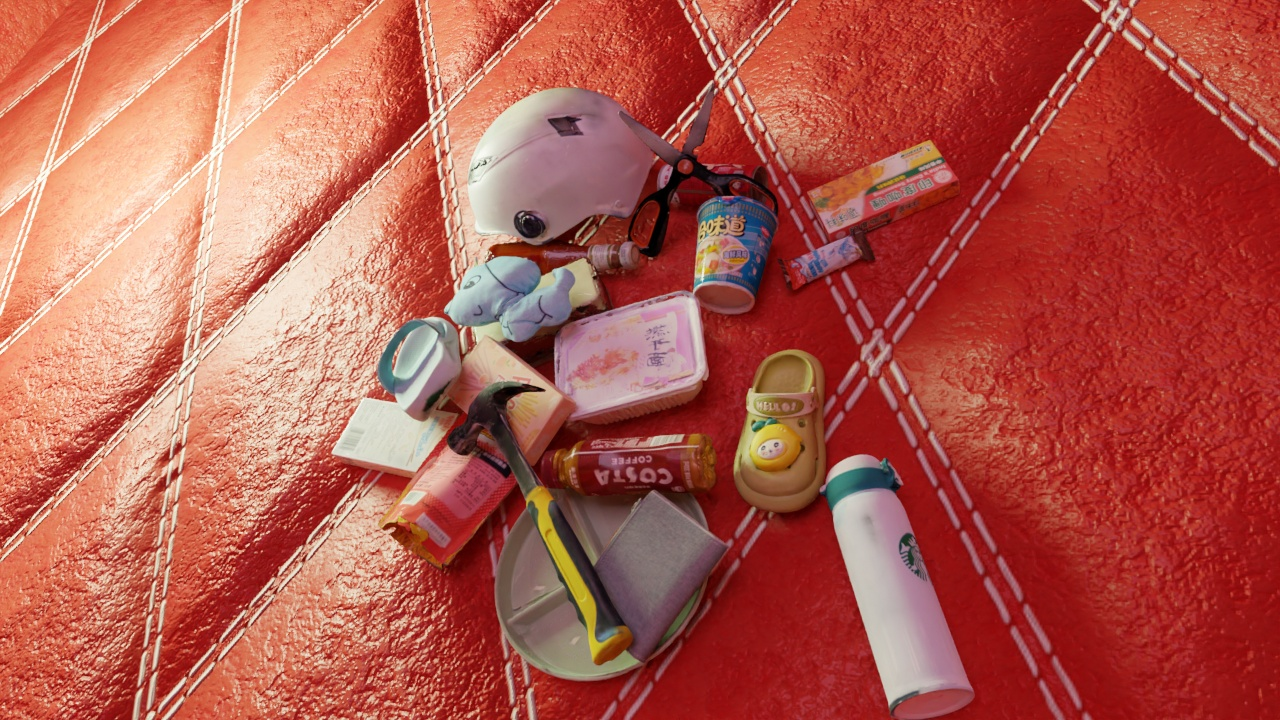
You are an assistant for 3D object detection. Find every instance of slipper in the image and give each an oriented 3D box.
[{"bbox_3d":[0.136,0.056,0.912,0.092,0.081,0.190,-5,51,24],"label":"slipper"},{"bbox_3d":[-0.268,0.003,1.089,0.104,0.074,0.245,-53,22,2],"label":"slipper"}]

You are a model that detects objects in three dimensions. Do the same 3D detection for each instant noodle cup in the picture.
[{"bbox_3d":[-0.006,0.006,1.026,0.174,0.060,0.137,-15,51,12],"label":"instant noodle cup"},{"bbox_3d":[0.103,-0.116,1.052,0.099,0.099,0.109,1,64,25],"label":"instant noodle cup"}]

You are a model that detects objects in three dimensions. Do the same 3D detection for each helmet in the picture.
[{"bbox_3d":[-0.119,-0.268,1.191,0.259,0.146,0.228,-8,36,17],"label":"helmet"}]

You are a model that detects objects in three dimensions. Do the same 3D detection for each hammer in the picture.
[{"bbox_3d":[-0.094,0.144,0.892,0.126,0.031,0.323,-51,50,20],"label":"hammer"}]

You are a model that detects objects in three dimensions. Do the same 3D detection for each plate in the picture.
[{"bbox_3d":[-0.037,0.206,0.911,0.230,0.027,0.229,-12,52,15],"label":"plate"}]

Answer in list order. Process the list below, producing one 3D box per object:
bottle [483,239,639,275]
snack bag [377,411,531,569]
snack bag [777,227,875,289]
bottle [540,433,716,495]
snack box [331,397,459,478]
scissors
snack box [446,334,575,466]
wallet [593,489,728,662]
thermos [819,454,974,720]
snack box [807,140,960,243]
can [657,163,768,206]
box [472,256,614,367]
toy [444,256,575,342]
[{"bbox_3d":[-0.101,-0.128,1.171,0.206,0.060,0.059,-2,55,23],"label":"bottle"},{"bbox_3d":[-0.190,0.124,1.022,0.129,0.073,0.207,19,57,29],"label":"snack bag"},{"bbox_3d":[0.210,-0.115,1.042,0.104,0.026,0.048,-21,61,9],"label":"snack bag"},{"bbox_3d":[-0.014,0.106,0.919,0.175,0.057,0.057,-5,54,21],"label":"bottle"},{"bbox_3d":[-0.293,0.095,1.110,0.157,0.027,0.084,7,58,28],"label":"snack box"},{"bbox_3d":[0.063,-0.215,1.095,0.221,0.231,0.021,20,32,-3],"label":"scissors"},{"bbox_3d":[-0.147,0.041,1.017,0.157,0.026,0.084,34,91,39],"label":"snack box"},{"bbox_3d":[0.007,0.196,0.853,0.106,0.037,0.129,33,85,39],"label":"wallet"},{"bbox_3d":[0.215,0.184,0.787,0.073,0.073,0.223,-19,50,10],"label":"thermos"},{"bbox_3d":[0.281,-0.195,1.069,0.156,0.027,0.077,-22,50,8],"label":"snack box"},{"bbox_3d":[0.090,-0.221,1.157,0.133,0.053,0.053,9,59,29],"label":"can"},{"bbox_3d":[-0.121,-0.055,1.111,0.168,0.078,0.091,-24,49,7],"label":"box"},{"bbox_3d":[-0.155,-0.077,1.072,0.161,0.050,0.156,-29,49,4],"label":"toy"}]
